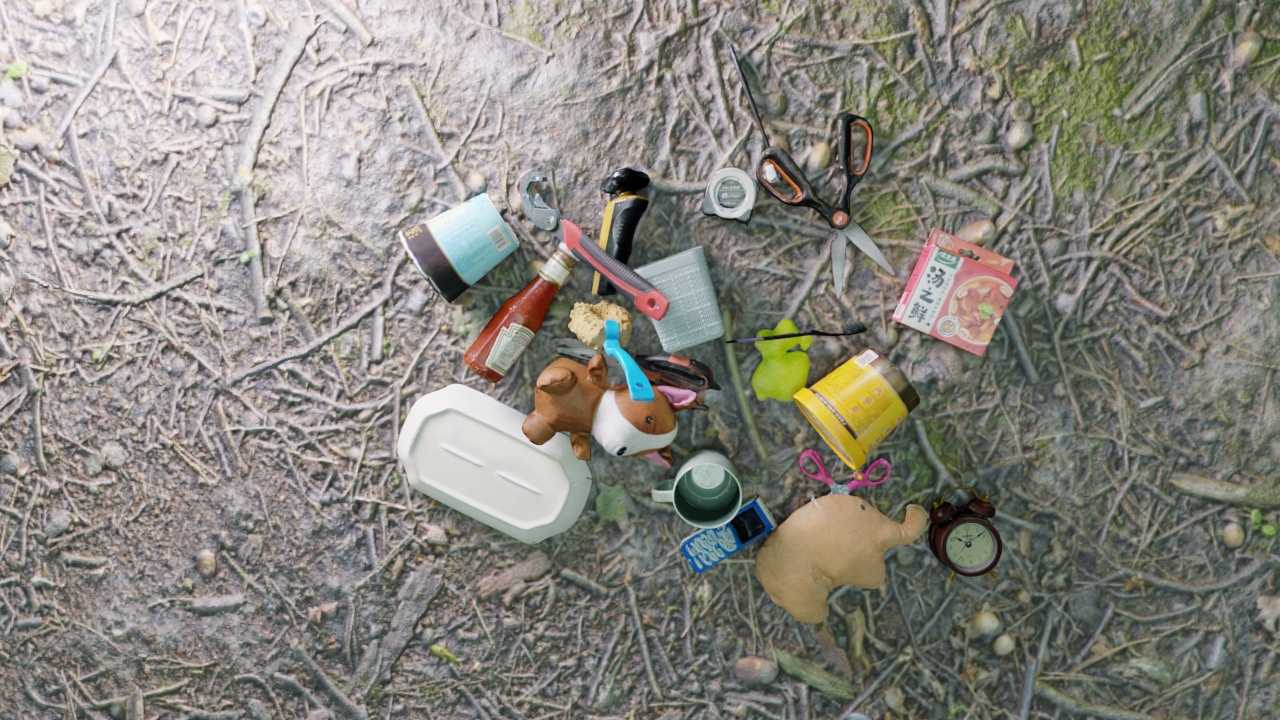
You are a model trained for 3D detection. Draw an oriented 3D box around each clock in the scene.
[{"bbox_3d":[0.409,0.217,1.159,0.082,0.055,0.122,-8,94,6],"label":"clock"}]

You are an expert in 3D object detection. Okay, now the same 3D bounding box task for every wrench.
[{"bbox_3d":[-0.062,-0.139,1.124,0.273,0.016,0.056,45,119,23],"label":"wrench"}]

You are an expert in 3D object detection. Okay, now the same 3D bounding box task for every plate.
[{"bbox_3d":[-0.196,0.140,1.210,0.266,0.034,0.162,27,98,1],"label":"plate"}]

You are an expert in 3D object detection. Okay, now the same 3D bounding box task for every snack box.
[{"bbox_3d":[0.391,-0.085,1.132,0.113,0.044,0.127,23,97,2],"label":"snack box"}]

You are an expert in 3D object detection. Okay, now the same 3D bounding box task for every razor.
[{"bbox_3d":[-0.032,-0.160,1.160,0.068,0.062,0.167,22,105,32],"label":"razor"}]

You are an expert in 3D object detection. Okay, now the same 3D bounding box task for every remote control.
[{"bbox_3d":[0.114,0.227,1.200,0.125,0.024,0.049,-32,93,8],"label":"remote control"}]

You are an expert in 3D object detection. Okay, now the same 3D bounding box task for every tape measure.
[{"bbox_3d":[0.113,-0.207,1.147,0.066,0.033,0.066,15,100,1],"label":"tape measure"}]

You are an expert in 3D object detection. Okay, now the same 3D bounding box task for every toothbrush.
[{"bbox_3d":[0.140,-0.307,1.143,0.018,0.015,0.181,-18,95,15],"label":"toothbrush"},{"bbox_3d":[0.196,-0.034,1.145,0.189,0.014,0.016,-6,82,-12],"label":"toothbrush"}]

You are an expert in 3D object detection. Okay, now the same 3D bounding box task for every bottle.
[{"bbox_3d":[-0.146,-0.066,1.173,0.060,0.060,0.206,37,92,0],"label":"bottle"}]

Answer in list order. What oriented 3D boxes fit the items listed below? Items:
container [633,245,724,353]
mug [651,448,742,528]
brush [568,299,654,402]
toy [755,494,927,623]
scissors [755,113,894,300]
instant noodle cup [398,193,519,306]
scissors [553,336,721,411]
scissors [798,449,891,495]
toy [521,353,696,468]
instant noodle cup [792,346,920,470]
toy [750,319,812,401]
[{"bbox_3d":[0.052,-0.076,1.140,0.090,0.090,0.111,-19,97,6],"label":"container"},{"bbox_3d":[0.070,0.159,1.154,0.112,0.106,0.082,-7,96,5],"label":"mug"},{"bbox_3d":[-0.028,-0.013,1.084,0.083,0.254,0.046,4,112,-18],"label":"brush"},{"bbox_3d":[0.254,0.233,1.163,0.226,0.082,0.143,-34,102,7],"label":"toy"},{"bbox_3d":[0.243,-0.199,1.138,0.221,0.021,0.228,26,94,-6],"label":"scissors"},{"bbox_3d":[-0.221,-0.147,1.152,0.120,0.111,0.111,-34,93,-1],"label":"instant noodle cup"},{"bbox_3d":[-0.008,0.016,1.177,0.205,0.015,0.199,-15,126,41],"label":"scissors"},{"bbox_3d":[0.259,0.162,1.187,0.133,0.017,0.134,-41,96,11],"label":"scissors"},{"bbox_3d":[-0.040,0.068,1.150,0.199,0.130,0.140,16,125,-7],"label":"toy"},{"bbox_3d":[0.268,0.053,1.126,0.114,0.118,0.118,-40,92,0],"label":"instant noodle cup"},{"bbox_3d":[0.181,0.003,1.166,0.097,0.031,0.100,-26,93,5],"label":"toy"}]
